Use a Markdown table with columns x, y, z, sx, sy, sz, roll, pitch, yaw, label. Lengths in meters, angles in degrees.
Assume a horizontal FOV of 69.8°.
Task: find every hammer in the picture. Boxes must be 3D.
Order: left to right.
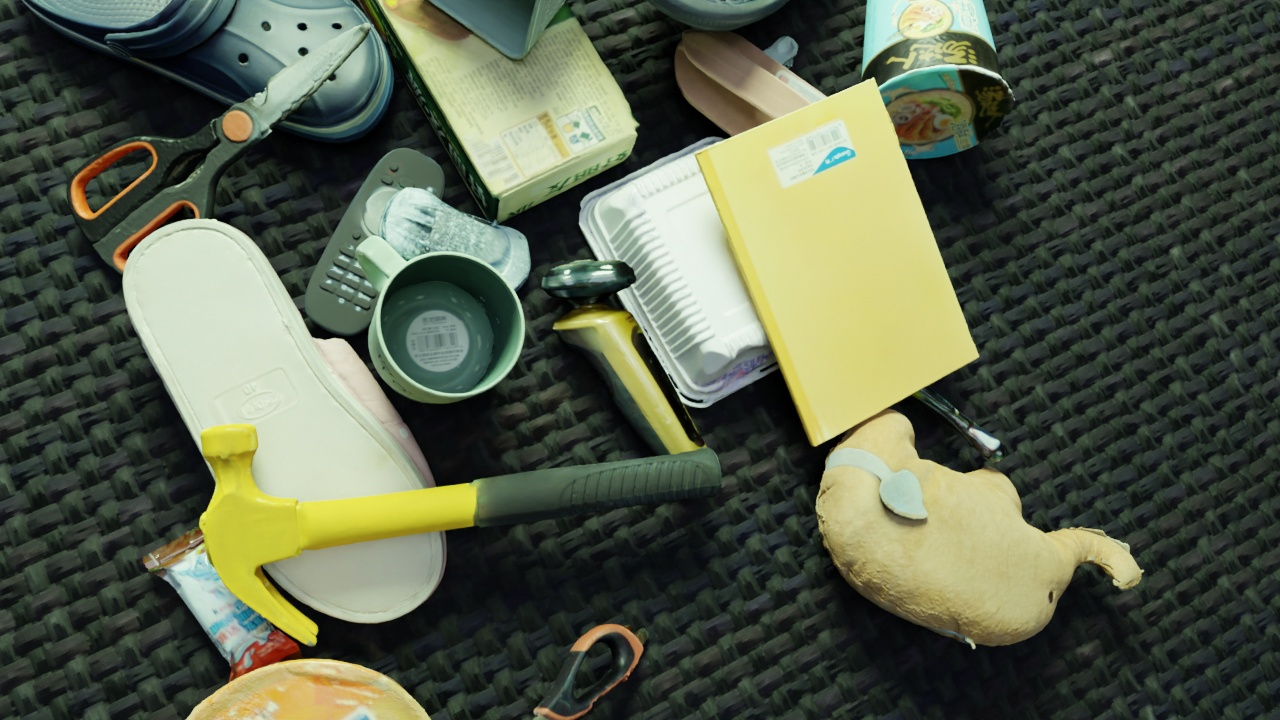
| x | y | z | sx | sy | sz | roll | pitch | yaw | label |
| --- | --- | --- | --- | --- | --- | --- | --- | --- | --- |
| -0.098 | 0.086 | 0.546 | 0.300 | 0.033 | 0.129 | -6 | 95 | -14 | hammer |

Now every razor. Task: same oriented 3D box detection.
| x | y | z | sx | sy | sz | roll | pitch | yaw | label |
| --- | --- | --- | --- | --- | --- | --- | --- | --- | --- |
| -0.004 | 0.004 | 0.611 | 0.068 | 0.062 | 0.167 | -32 | 91 | 20 | razor |
| 0.197 | 0.025 | 0.644 | 0.143 | 0.022 | 0.042 | 36 | 55 | 5 | razor |

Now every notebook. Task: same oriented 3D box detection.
| x | y | z | sx | sy | sz | roll | pitch | yaw | label |
| --- | --- | --- | --- | --- | --- | --- | --- | --- | --- |
| 0.135 | -0.066 | 0.607 | 0.145 | 0.010 | 0.206 | -26 | 99 | -17 | notebook |

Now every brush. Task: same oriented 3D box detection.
| x | y | z | sx | sy | sz | roll | pitch | yaw | label |
| --- | --- | --- | --- | --- | --- | --- | --- | --- | --- |
| 0.086 | -0.182 | 0.648 | 0.145 | 0.073 | 0.063 | 37 | 93 | -1 | brush |

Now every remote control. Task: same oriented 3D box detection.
| x | y | z | sx | sy | sz | roll | pitch | yaw | label |
| --- | --- | --- | --- | --- | --- | --- | --- | --- | --- |
| -0.176 | -0.078 | 0.611 | 0.053 | 0.024 | 0.136 | 27 | 75 | -8 | remote control |

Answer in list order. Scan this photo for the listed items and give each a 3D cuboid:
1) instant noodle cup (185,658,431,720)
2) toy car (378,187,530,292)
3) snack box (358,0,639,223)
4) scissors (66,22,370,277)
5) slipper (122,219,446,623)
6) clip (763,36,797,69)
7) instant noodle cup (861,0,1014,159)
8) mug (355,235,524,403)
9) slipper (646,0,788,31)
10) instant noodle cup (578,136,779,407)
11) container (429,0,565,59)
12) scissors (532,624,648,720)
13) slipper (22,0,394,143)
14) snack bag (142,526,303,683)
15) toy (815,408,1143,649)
| x | y | z | sx | sy | sz | roll | pitch | yaw | label |
| --- | --- | --- | --- | --- | --- | --- | --- | --- | --- |
| -0.177 | 0.236 | 0.503 | 0.151 | 0.111 | 0.151 | 2 | 79 | -10 | instant noodle cup |
| -0.119 | -0.076 | 0.605 | 0.105 | 0.031 | 0.049 | 21 | 78 | -27 | toy car |
| -0.110 | -0.224 | 0.631 | 0.114 | 0.063 | 0.240 | -30 | 85 | -14 | snack box |
| -0.247 | -0.125 | 0.571 | 0.235 | 0.021 | 0.125 | -16 | 98 | 6 | scissors |
| -0.214 | 0.039 | 0.563 | 0.114 | 0.054 | 0.274 | -34 | 96 | -11 | slipper |
| 0.093 | -0.220 | 0.688 | 0.057 | 0.028 | 0.024 | -32 | 84 | -4 | clip |
| 0.208 | -0.228 | 0.672 | 0.111 | 0.111 | 0.120 | 5 | 70 | -9 | instant noodle cup |
| -0.131 | -0.026 | 0.558 | 0.082 | 0.106 | 0.112 | -44 | 100 | -17 | mug |
| 0.060 | -0.281 | 0.650 | 0.110 | 0.084 | 0.267 | 53 | 47 | -4 | slipper |
| 0.053 | -0.070 | 0.632 | 0.138 | 0.060 | 0.173 | -28 | 86 | -14 | instant noodle cup |
| -0.074 | -0.270 | 0.570 | 0.090 | 0.090 | 0.111 | 34 | 69 | -4 | container |
| -0.049 | 0.206 | 0.517 | 0.197 | 0.015 | 0.213 | 52 | 38 | -20 | scissors |
| -0.280 | -0.230 | 0.589 | 0.253 | 0.095 | 0.105 | 20 | 79 | -2 | slipper |
| -0.251 | 0.149 | 0.552 | 0.048 | 0.026 | 0.104 | -31 | 86 | -26 | snack bag |
| 0.221 | 0.124 | 0.609 | 0.226 | 0.083 | 0.143 | 27 | 61 | -4 | toy |
